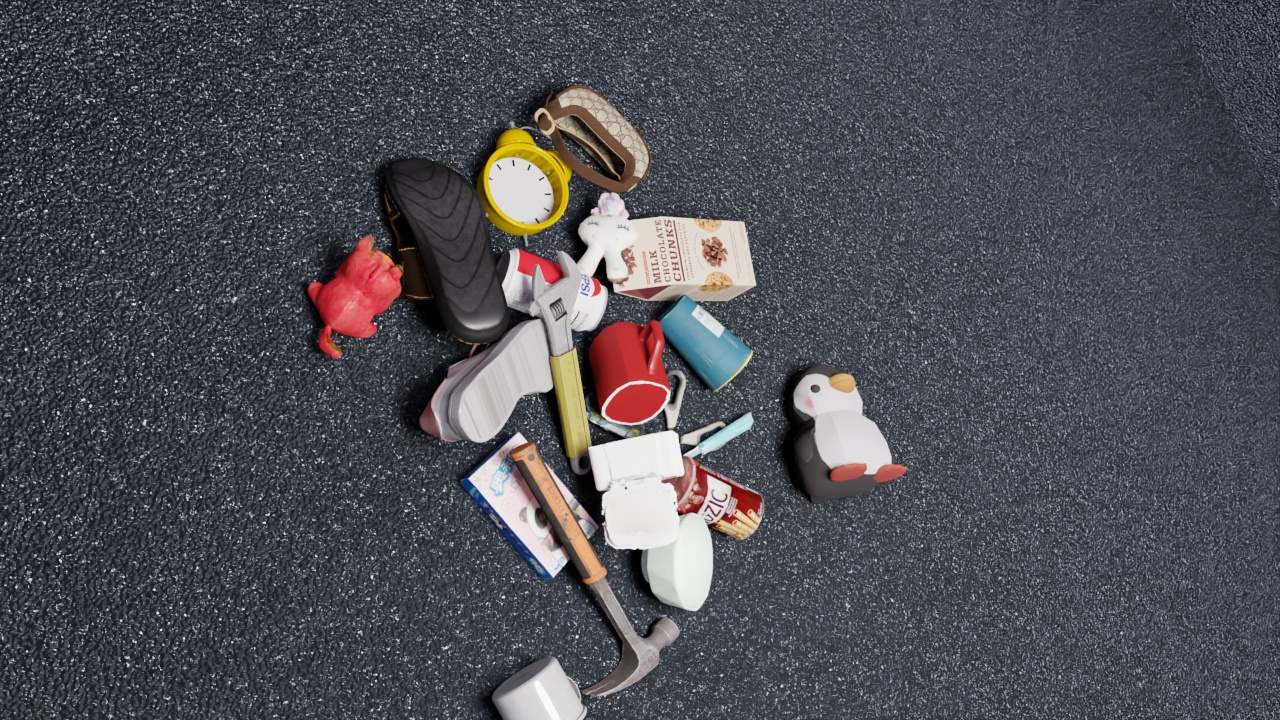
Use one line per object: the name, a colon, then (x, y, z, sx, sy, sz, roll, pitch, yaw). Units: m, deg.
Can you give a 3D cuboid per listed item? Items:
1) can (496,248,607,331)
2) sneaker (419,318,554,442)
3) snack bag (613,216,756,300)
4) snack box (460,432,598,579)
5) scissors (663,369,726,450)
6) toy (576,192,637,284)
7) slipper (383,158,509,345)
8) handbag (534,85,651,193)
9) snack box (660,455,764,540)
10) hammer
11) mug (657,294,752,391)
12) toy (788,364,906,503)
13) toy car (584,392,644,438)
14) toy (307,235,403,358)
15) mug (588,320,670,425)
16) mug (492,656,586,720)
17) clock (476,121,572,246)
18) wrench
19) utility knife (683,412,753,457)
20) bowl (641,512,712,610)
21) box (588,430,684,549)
can: (-0.113, -0.086, 1.139, 0.132, 0.070, 0.070, 19, 66, -25)
sneaker: (-0.174, 0.020, 1.067, 0.235, 0.090, 0.099, -46, 128, -56)
snack bag: (0.047, -0.137, 1.251, 0.206, 0.070, 0.094, -2, 76, -31)
snack box: (-0.128, 0.169, 1.074, 0.154, 0.033, 0.087, 51, 56, -8)
scissors: (0.052, 0.094, 1.217, 0.157, 0.013, 0.170, 12, 74, -29)
toy: (-0.045, -0.158, 1.181, 0.079, 0.038, 0.122, 4, 79, 13)
slipper: (-0.231, -0.127, 1.079, 0.112, 0.076, 0.267, -14, 67, -28)
handbag: (-0.065, -0.291, 1.214, 0.166, 0.063, 0.138, 43, 34, -13)
snack box: (0.091, 0.177, 1.176, 0.121, 0.072, 0.072, 28, 62, -25)
hammer: (-0.072, 0.237, 1.050, 0.137, 0.035, 0.314, -38, 107, -36)
mug: (0.082, -0.027, 1.238, 0.121, 0.078, 0.078, 45, 58, -6)
toy: (0.264, 0.098, 1.293, 0.159, 0.140, 0.183, 5, 57, -30)
toy car: (-0.035, 0.073, 1.159, 0.089, 0.027, 0.038, 27, 40, -18)
toy: (-0.315, -0.069, 1.001, 0.088, 0.094, 0.132, 34, 62, -18)
mug: (-0.007, 0.007, 1.130, 0.080, 0.117, 0.096, 13, 43, -31)
mug: (-0.105, 0.370, 1.006, 0.070, 0.084, 0.113, 61, 22, 1)
clock: (-0.147, -0.230, 1.177, 0.113, 0.052, 0.151, 27, 68, -22)
wrench: (-0.088, 0.007, 1.103, 0.083, 0.018, 0.273, -22, 109, -43)
utility knife: (0.104, 0.106, 1.228, 0.140, 0.015, 0.022, -26, 115, -37)
bowl: (0.040, 0.245, 1.122, 0.117, 0.061, 0.117, 17, 71, -61)
box: (0.003, 0.155, 1.074, 0.107, 0.152, 0.132, -14, 82, 4)
